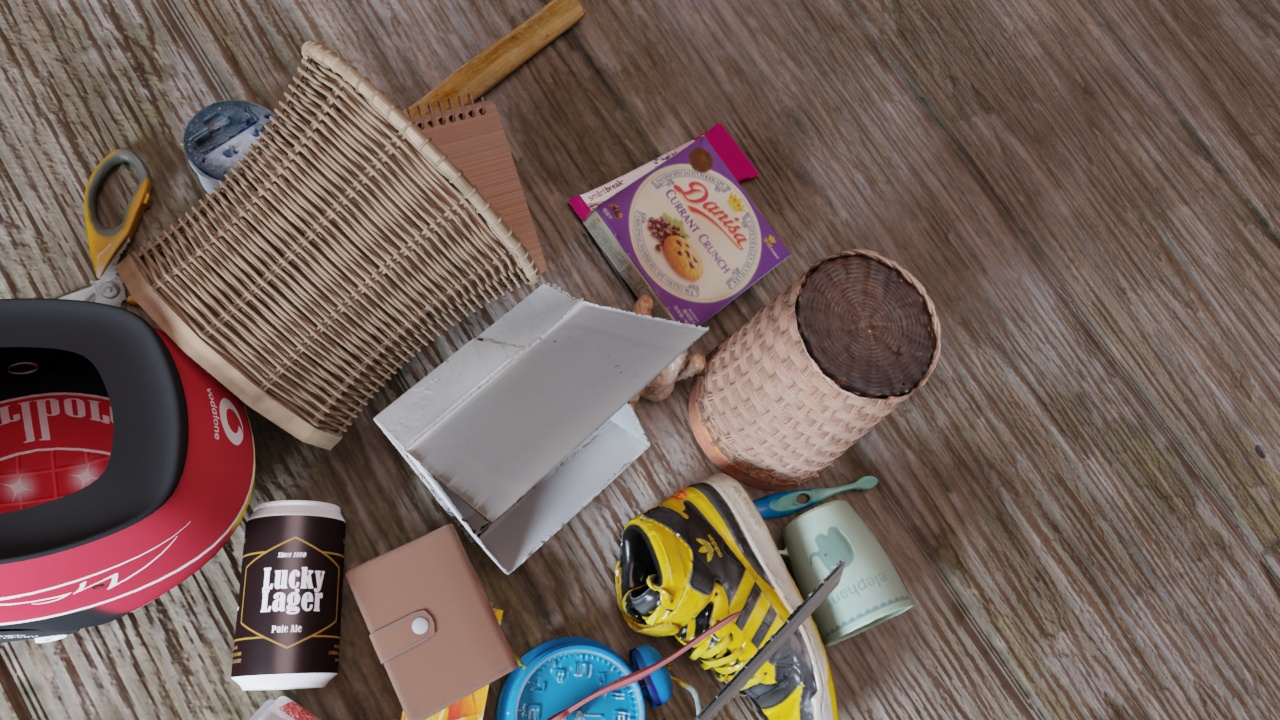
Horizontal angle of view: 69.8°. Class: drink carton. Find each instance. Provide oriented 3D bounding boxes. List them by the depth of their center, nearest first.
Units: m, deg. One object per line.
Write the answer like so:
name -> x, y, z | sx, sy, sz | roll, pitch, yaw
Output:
drink carton -> -0.145, 0.241, 0.693 | 0.058, 0.041, 0.122 | 13, 67, -11

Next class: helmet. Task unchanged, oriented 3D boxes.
helmet -> -0.390, 0.076, 0.578 | 0.270, 0.225, 0.197 | -7, 70, -32

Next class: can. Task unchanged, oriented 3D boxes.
can -> -0.219, 0.299, 0.629 | 0.136, 0.078, 0.078 | 35, 65, -2
can -> -0.255, 0.171, 0.669 | 0.072, 0.072, 0.128 | 3, 70, -15

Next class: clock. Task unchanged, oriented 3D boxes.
clock -> -0.033, 0.271, 0.701 | 0.161, 0.060, 0.116 | 6, 68, -9
clock -> -0.329, -0.164, 0.779 | 0.117, 0.057, 0.083 | 45, 64, 3

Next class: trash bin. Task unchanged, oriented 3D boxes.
trash bin -> 0.143, 0.015, 0.765 | 0.151, 0.211, 0.151 | 5, 70, -14

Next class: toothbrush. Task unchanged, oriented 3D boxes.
toothbrush -> -0.002, 0.232, 0.671 | 0.184, 0.015, 0.015 | -28, 81, -13
toothbrush -> 0.155, 0.125, 0.837 | 0.135, 0.017, 0.022 | -11, 74, -17

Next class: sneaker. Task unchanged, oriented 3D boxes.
sneaker -> 0.062, 0.216, 0.735 | 0.122, 0.086, 0.238 | -14, 71, -27

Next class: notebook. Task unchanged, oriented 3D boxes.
notebook -> -0.202, -0.127, 0.787 | 0.210, 0.022, 0.169 | -21, 100, -22

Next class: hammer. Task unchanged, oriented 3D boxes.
hammer -> -0.173, -0.261, 0.876 | 0.132, 0.033, 0.329 | 42, 64, 3

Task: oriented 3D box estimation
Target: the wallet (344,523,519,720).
wallet -> -0.154, 0.192, 0.676 | 0.087, 0.013, 0.121 | -24, 76, -18

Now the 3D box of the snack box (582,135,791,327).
snack box -> 0.045, -0.115, 0.867 | 0.147, 0.041, 0.143 | -38, 93, -24

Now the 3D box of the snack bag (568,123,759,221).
snack bag -> 0.026, -0.172, 0.907 | 0.196, 0.016, 0.070 | -31, 80, -24

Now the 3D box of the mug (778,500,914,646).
mug -> 0.158, 0.185, 0.784 | 0.111, 0.084, 0.104 | -27, 67, 2

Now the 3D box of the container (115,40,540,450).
container -> -0.220, -0.072, 0.656 | 0.227, 0.227, 0.196 | 44, 83, 3

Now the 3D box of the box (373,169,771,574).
box -> -0.072, 0.015, 0.586 | 0.166, 0.413, 0.149 | -42, 81, -17

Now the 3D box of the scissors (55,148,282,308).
scissors -> -0.417, -0.077, 0.745 | 0.225, 0.016, 0.226 | -19, 77, -19

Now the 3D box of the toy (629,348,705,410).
toy -> -0.005, 0.005, 0.811 | 0.106, 0.074, 0.085 | -42, 53, -5
